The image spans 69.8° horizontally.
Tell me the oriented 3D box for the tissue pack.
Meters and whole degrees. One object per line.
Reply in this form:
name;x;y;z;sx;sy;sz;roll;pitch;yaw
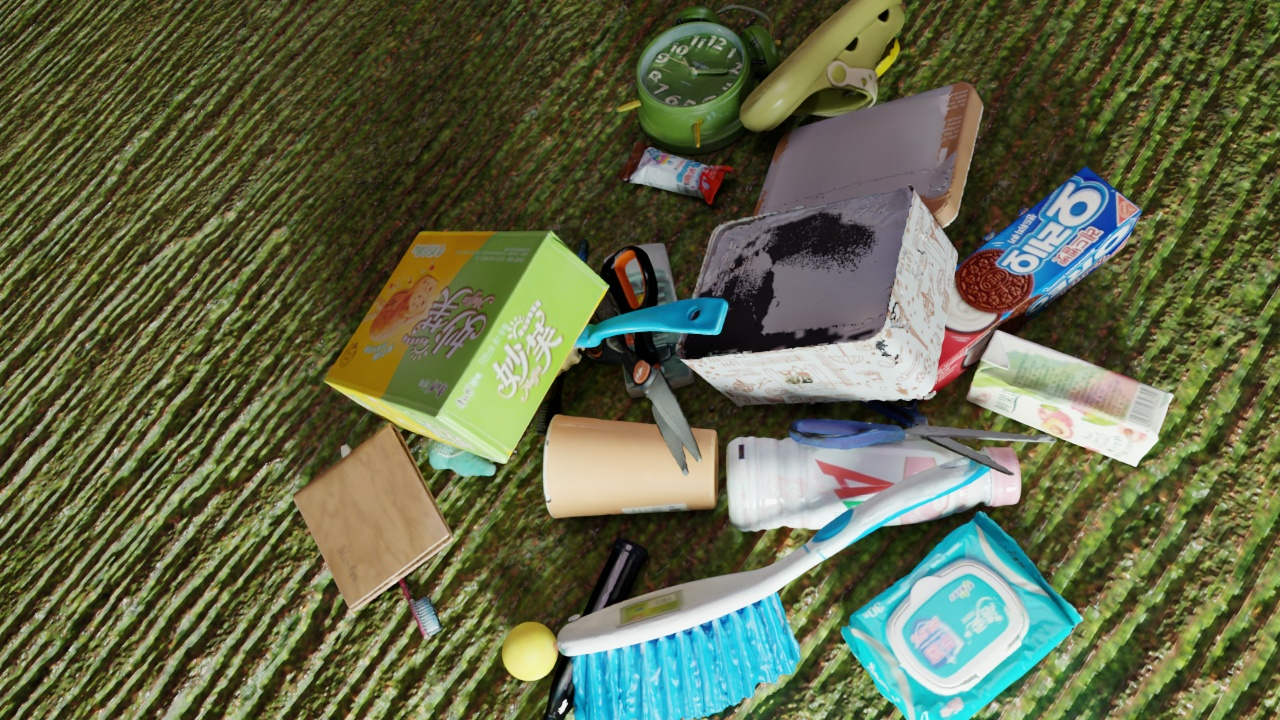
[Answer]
tissue pack;0.207;0.173;0.600;0.133;0.050;0.093;-38;62;-6

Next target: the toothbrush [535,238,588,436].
toothbrush;-0.065;-0.023;0.782;0.016;0.014;0.189;-10;60;36

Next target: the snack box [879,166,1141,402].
snack box;0.274;-0.058;0.690;0.207;0.057;0.058;-37;63;-5

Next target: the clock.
clock;0.060;-0.265;0.841;0.116;0.056;0.161;30;75;23

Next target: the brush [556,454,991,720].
brush;0.091;0.156;0.608;0.314;0.060;0.109;-17;100;3

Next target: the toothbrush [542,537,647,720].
toothbrush;-0.051;0.227;0.652;0.027;0.026;0.212;27;73;-1

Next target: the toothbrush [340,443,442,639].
toothbrush;-0.203;0.139;0.737;0.017;0.016;0.187;-29;62;-10

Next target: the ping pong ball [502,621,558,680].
ping pong ball;-0.079;0.209;0.659;0.040;0.040;0.040;-5;64;11

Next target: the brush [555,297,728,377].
brush;-0.032;-0.022;0.690;0.255;0.046;0.083;-6;61;50

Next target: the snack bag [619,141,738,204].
snack bag;0.032;-0.166;0.818;0.105;0.026;0.045;19;74;23

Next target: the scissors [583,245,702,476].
scissors;0.007;-0.011;0.689;0.235;0.021;0.148;31;99;55

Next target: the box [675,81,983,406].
box;0.147;-0.096;0.693;0.177;0.082;0.259;-5;56;43

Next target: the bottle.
bottle;0.161;0.084;0.646;0.197;0.068;0.068;-3;64;9

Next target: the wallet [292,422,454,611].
wallet;-0.212;0.122;0.726;0.101;0.020;0.115;-37;66;2

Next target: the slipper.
slipper;0.167;-0.248;0.802;0.190;0.092;0.081;-44;103;-19

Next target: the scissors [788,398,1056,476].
scissors;0.184;0.046;0.628;0.174;0.162;0.012;-4;107;1

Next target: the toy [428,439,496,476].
toy;-0.147;0.051;0.759;0.097;0.030;0.091;6;62;24

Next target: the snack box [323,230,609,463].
snack box;-0.142;-0.020;0.716;0.210;0.070;0.157;9;65;50

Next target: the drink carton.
drink carton;0.299;0.024;0.647;0.122;0.053;0.045;24;71;22

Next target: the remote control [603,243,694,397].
remote control;0.006;-0.036;0.766;0.056;0.019;0.135;-14;63;7

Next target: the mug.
mug;-0.004;0.081;0.685;0.123;0.078;0.078;1;65;9
